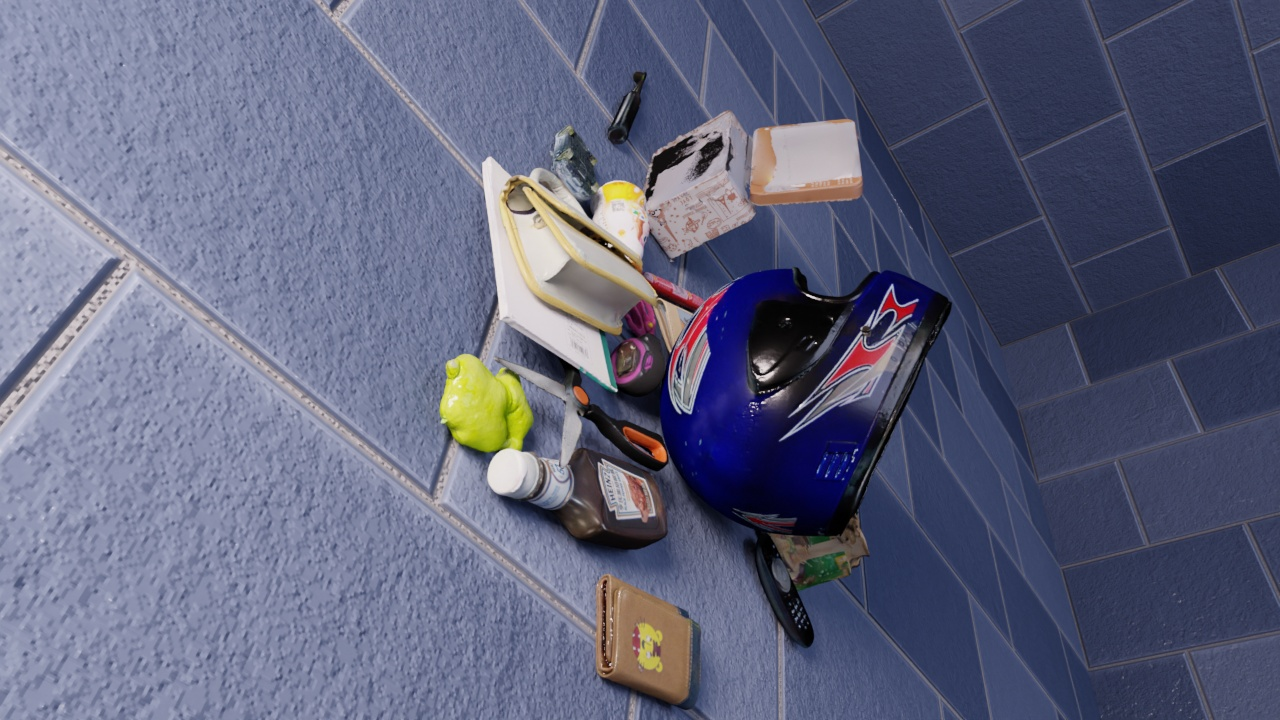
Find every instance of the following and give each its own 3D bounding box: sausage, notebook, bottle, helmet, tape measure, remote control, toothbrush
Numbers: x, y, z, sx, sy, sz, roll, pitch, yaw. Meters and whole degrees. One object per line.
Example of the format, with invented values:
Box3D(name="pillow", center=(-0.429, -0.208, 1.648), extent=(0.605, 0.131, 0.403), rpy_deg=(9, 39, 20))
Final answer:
Box3D(name="sausage", center=(0.037, -0.083, 1.103), extent=(0.155, 0.020, 0.020), rpy_deg=(19, 52, -55))
Box3D(name="notebook", center=(-0.084, -0.080, 0.852), extent=(0.150, 0.012, 0.208), rpy_deg=(37, 29, -43))
Box3D(name="bottle", center=(-0.049, 0.110, 0.766), extent=(0.194, 0.044, 0.079), rpy_deg=(27, 40, -51))
Box3D(name="bottle", center=(-0.021, -0.140, 0.997), extent=(0.063, 0.063, 0.108), rpy_deg=(32, 43, -48))
Box3D(name="helmet", center=(0.155, 0.019, 0.954), extent=(0.314, 0.240, 0.248), rpy_deg=(-56, 163, -25))
Box3D(name="tape measure", center=(-0.005, 0.005, 0.914), extent=(0.039, 0.057, 0.057), rpy_deg=(32, 45, -43))
Box3D(name="remote control", center=(0.159, 0.262, 1.041), extent=(0.053, 0.024, 0.136), rpy_deg=(-23, 88, -61))
Box3D(name="toothbrush", center=(-0.013, -0.342, 1.213), extent=(0.212, 0.027, 0.026), rpy_deg=(-77, 179, -52))

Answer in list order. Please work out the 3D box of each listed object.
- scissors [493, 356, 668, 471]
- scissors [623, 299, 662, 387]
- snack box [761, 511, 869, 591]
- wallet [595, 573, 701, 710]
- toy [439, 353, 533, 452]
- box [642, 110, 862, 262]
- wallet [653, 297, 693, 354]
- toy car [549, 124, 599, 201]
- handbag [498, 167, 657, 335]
Box3D(name="scissors", center=(-0.050, 0.035, 0.807), extent=(0.221, 0.022, 0.234), rpy_deg=(41, 23, -31))
Box3D(name="scissors", center=(0.009, -0.009, 1.002), extent=(0.073, 0.017, 0.137), rpy_deg=(1, 72, -61))
Box3D(name="snack box", center=(0.207, 0.197, 1.104), extent=(0.105, 0.118, 0.118), rpy_deg=(-16, 86, -75))
Box3D(name="wallet", center=(0.007, 0.240, 0.782), extent=(0.115, 0.033, 0.090), rpy_deg=(36, 40, -39))
Box3D(name="toy", center=(-0.118, 0.037, 0.712), extent=(0.099, 0.031, 0.097), rpy_deg=(-37, 114, -59))
Box3D(name="box", center=(0.140, -0.237, 1.148), extent=(0.110, 0.260, 0.178), rpy_deg=(52, 30, -29))
Box3D(name="wallet", center=(0.060, -0.022, 1.094), extent=(0.115, 0.024, 0.087), rpy_deg=(21, 46, -55))
Box3D(name="toy car", center=(-0.073, -0.212, 0.991), extent=(0.054, 0.037, 0.120), rpy_deg=(49, 22, -29))
Box3D(name="handbag", center=(-0.064, -0.123, 0.864), extent=(0.163, 0.063, 0.178), rpy_deg=(26, 34, -58))
